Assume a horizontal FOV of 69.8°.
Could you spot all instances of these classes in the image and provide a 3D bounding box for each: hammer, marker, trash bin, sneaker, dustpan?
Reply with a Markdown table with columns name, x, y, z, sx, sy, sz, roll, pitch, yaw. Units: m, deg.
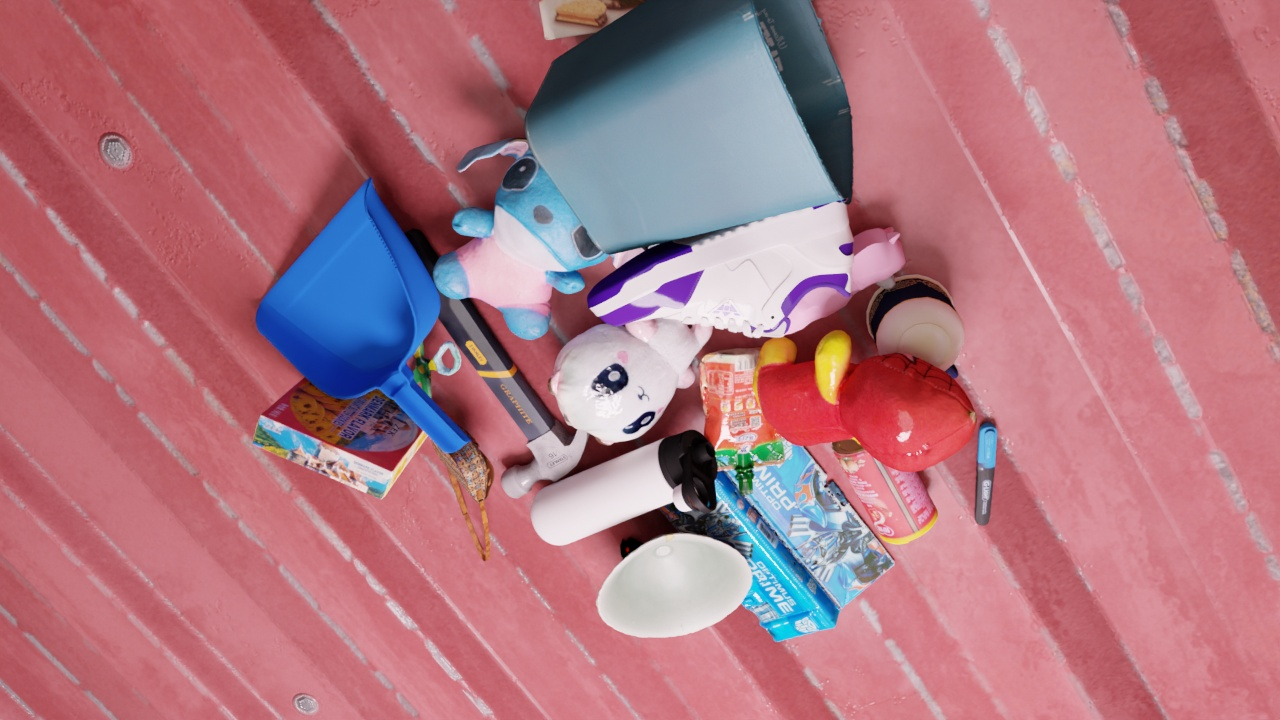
| name | x | y | z | sx | sy | sz | roll | pitch | yaw |
| --- | --- | --- | --- | --- | --- | --- | --- | --- | --- |
| hammer | -0.170 | 0.000 | 0.989 | 0.139 | 0.035 | 0.312 | -30 | 105 | 18 |
| marker | 0.368 | 0.123 | 0.978 | 0.018 | 0.015 | 0.123 | -2 | 114 | 8 |
| trash bin | 0.042 | -0.211 | 0.773 | 0.219 | 0.198 | 0.196 | -16 | 127 | 27 |
| sneaker | 0.079 | -0.063 | 0.824 | 0.244 | 0.091 | 0.111 | -20 | 104 | 5 |
| dustpan | -0.261 | -0.014 | 0.944 | 0.246 | 0.059 | 0.257 | -34 | 104 | 36 |

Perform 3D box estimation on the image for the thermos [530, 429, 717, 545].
| name | x | y | z | sx | sy | sz | roll | pitch | yaw |
| --- | --- | --- | --- | --- | --- | --- | --- | --- | --- |
| thermos | -0.019 | 0.147 | 0.968 | 0.231 | 0.101 | 0.068 | -27 | 126 | 32 |

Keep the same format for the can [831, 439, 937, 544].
| name | x | y | z | sx | sy | sz | roll | pitch | yaw |
| --- | --- | --- | --- | --- | --- | --- | --- | --- | --- |
| can | 0.258 | 0.126 | 0.966 | 0.067 | 0.066 | 0.124 | -26 | 107 | 17 |

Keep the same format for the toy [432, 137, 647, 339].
| name | x | y | z | sx | sy | sz | roll | pitch | yaw |
| --- | --- | --- | --- | --- | --- | --- | --- | --- | --- |
| toy | -0.096 | -0.108 | 0.902 | 0.224 | 0.098 | 0.192 | 37 | 118 | -9 |

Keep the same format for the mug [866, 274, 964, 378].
| name | x | y | z | sx | sy | sz | roll | pitch | yaw |
| --- | --- | --- | --- | --- | --- | --- | --- | --- | --- |
| mug | 0.276 | -0.019 | 0.890 | 0.086 | 0.089 | 0.112 | -38 | 103 | 20 |

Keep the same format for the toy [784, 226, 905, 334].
| name | x | y | z | sx | sy | sz | roll | pitch | yaw |
| --- | --- | --- | --- | --- | --- | --- | --- | --- | --- |
| toy | 0.169 | -0.093 | 0.887 | 0.158 | 0.067 | 0.123 | -34 | 102 | 14 |

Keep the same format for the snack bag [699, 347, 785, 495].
| name | x | y | z | sx | sy | sz | roll | pitch | yaw |
| --- | --- | --- | --- | --- | --- | --- | --- | --- | --- |
| snack bag | 0.105 | 0.065 | 0.954 | 0.087 | 0.044 | 0.155 | -7 | 99 | -4 |

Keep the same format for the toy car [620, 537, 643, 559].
| name | x | y | z | sx | sy | sz | roll | pitch | yaw |
| --- | --- | --- | --- | --- | --- | --- | --- | --- | --- |
| toy car | 0.011 | 0.243 | 1.063 | 0.036 | 0.042 | 0.091 | -40 | 103 | 8 |

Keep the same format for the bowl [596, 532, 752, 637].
| name | x | y | z | sx | sy | sz | roll | pitch | yaw |
| --- | --- | --- | --- | --- | --- | --- | --- | --- | --- |
| bowl | 0.033 | 0.228 | 1.007 | 0.174 | 0.067 | 0.174 | -6 | 129 | -7 |

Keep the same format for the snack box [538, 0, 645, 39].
| name | x | y | z | sx | sy | sz | roll | pitch | yaw |
| --- | --- | --- | --- | --- | --- | --- | --- | --- | --- |
| snack box | 0.042 | -0.341 | 0.810 | 0.273 | 0.044 | 0.077 | -4 | 112 | 10 |

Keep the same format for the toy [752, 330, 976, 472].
| name | x | y | z | sx | sy | sz | roll | pitch | yaw |
| --- | --- | --- | --- | --- | --- | --- | --- | --- | --- |
| toy | 0.208 | 0.044 | 0.862 | 0.147 | 0.217 | 0.098 | 41 | 70 | -39 |

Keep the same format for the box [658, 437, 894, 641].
| name | x | y | z | sx | sy | sz | roll | pitch | yaw |
| --- | --- | --- | --- | --- | --- | --- | --- | --- | --- |
| box | 0.149 | 0.197 | 1.016 | 0.176 | 0.060 | 0.243 | -35 | 104 | 19 |

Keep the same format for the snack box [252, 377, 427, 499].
| name | x | y | z | sx | sy | sz | roll | pitch | yaw |
| --- | --- | --- | --- | --- | --- | --- | --- | --- | --- |
| snack box | -0.310 | 0.072 | 0.978 | 0.145 | 0.142 | 0.040 | 23 | 112 | -3 |

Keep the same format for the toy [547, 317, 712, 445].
| name | x | y | z | sx | sy | sz | roll | pitch | yaw |
| --- | --- | --- | --- | --- | --- | --- | --- | --- | --- |
| toy | -0.006 | 0.005 | 0.939 | 0.179 | 0.101 | 0.139 | -36 | 126 | 2 |

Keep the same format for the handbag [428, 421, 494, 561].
| name | x | y | z | sx | sy | sz | roll | pitch | yaw |
| --- | --- | --- | --- | --- | --- | --- | --- | --- | --- |
| handbag | -0.187 | 0.157 | 1.040 | 0.043 | 0.093 | 0.196 | -26 | 130 | -25 |

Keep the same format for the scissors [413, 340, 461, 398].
| name | x | y | z | sx | sy | sz | roll | pitch | yaw |
| --- | --- | --- | --- | --- | --- | --- | --- | --- | --- |
| scissors | -0.225 | 0.011 | 0.986 | 0.108 | 0.012 | 0.132 | 19 | 127 | 28 |

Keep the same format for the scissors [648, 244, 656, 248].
| name | x | y | z | sx | sy | sz | roll | pitch | yaw |
| --- | --- | --- | --- | --- | --- | --- | --- | --- | --- |
| scissors | 0.037 | -0.124 | 0.920 | 0.083 | 0.016 | 0.135 | 41 | 113 | -11 |
